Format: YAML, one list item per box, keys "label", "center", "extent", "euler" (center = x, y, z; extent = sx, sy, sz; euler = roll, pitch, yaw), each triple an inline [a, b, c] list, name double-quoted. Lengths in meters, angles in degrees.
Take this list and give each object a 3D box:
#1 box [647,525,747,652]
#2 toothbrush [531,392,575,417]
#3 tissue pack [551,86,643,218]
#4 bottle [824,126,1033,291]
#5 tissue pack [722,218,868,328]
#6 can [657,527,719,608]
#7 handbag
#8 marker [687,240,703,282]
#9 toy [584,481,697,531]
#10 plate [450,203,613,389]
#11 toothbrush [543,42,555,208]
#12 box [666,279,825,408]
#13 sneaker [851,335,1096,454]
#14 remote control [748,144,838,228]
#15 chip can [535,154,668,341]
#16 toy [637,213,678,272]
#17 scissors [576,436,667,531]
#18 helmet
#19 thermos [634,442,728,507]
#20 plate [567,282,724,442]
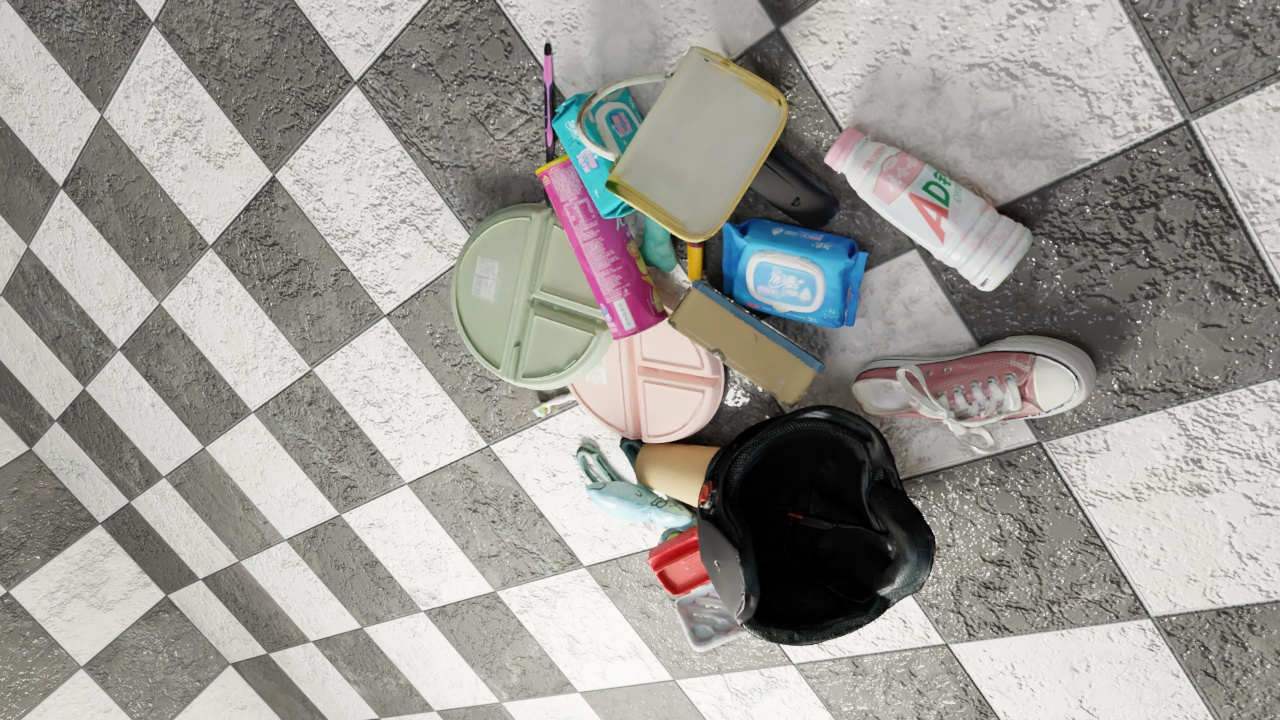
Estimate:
- label: "box"
  center: [0.125, 0.271, 1.186]
  extent: [0.201, 0.063, 0.160]
  euler: [-29, 89, 13]
- label: "toothbrush"
  center: [-0.076, 0.046, 1.234]
  extent: [0.190, 0.029, 0.020]
  euler: [-20, 69, 39]
- label: "tissue pack"
  center: [-0.026, -0.215, 0.950]
  extent: [0.050, 0.093, 0.133]
  euler: [-20, 102, 42]
- label: "bottle"
  center: [0.260, -0.145, 0.848]
  extent: [0.197, 0.068, 0.068]
  euler: [37, 134, 8]
- label: "tissue pack"
  center: [0.155, -0.091, 0.962]
  extent: [0.157, 0.052, 0.095]
  euler: [17, 129, 22]
- label: "can"
  center: [0.088, 0.288, 1.266]
  extent: [0.148, 0.074, 0.049]
  euler: [27, 130, 15]
- label: "handbag"
  center: [0.032, -0.219, 0.888]
  extent: [0.179, 0.063, 0.163]
  euler: [33, 95, 2]
- label: "marker"
  center: [0.061, -0.144, 1.011]
  extent: [0.018, 0.015, 0.124]
  euler: [15, 126, 26]
- label: "toy"
  center: [-0.002, 0.192, 1.218]
  extent: [0.156, 0.049, 0.161]
  euler: [9, 167, 29]
- label: "plate"
  center: [-0.134, -0.075, 1.115]
  extent: [0.230, 0.027, 0.230]
  euler: [4, 101, 20]
- label: "toothbrush"
  center: [-0.101, -0.261, 1.033]
  extent: [0.014, 0.017, 0.189]
  euler: [17, 126, 21]
- label: "box"
  center: [0.121, -0.016, 1.005]
  extent: [0.184, 0.089, 0.063]
  euler: [32, 98, 5]
- label: "sneaker"
  center: [0.323, 0.036, 0.922]
  extent: [0.242, 0.087, 0.118]
  euler: [-5, 119, 36]
- label: "remote control"
  center: [0.138, -0.182, 0.926]
  extent: [0.136, 0.024, 0.053]
  euler: [39, 133, 2]
- label: "chip can"
  center: [-0.041, -0.130, 1.027]
  extent: [0.072, 0.071, 0.210]
  euler: [-15, 105, 39]
- label: "toy"
  center: [0.026, -0.139, 1.023]
  extent: [0.096, 0.030, 0.092]
  euler: [27, 135, 31]
- label: "scissors"
  center: [-0.005, 0.166, 1.276]
  extent: [0.176, 0.019, 0.172]
  euler: [45, 133, -1]
- label: "helmet"
  center: [0.175, 0.177, 1.028]
  extent: [0.230, 0.233, 0.275]
  euler: [-158, 67, -74]
- label: "thermos"
  center: [0.067, 0.145, 1.171]
  extent: [0.143, 0.092, 0.093]
  euler: [8, 126, 37]
- label: "plate"
  center: [-0.007, 0.007, 1.139]
  extent: [0.230, 0.028, 0.230]
  euler: [14, 123, 23]
